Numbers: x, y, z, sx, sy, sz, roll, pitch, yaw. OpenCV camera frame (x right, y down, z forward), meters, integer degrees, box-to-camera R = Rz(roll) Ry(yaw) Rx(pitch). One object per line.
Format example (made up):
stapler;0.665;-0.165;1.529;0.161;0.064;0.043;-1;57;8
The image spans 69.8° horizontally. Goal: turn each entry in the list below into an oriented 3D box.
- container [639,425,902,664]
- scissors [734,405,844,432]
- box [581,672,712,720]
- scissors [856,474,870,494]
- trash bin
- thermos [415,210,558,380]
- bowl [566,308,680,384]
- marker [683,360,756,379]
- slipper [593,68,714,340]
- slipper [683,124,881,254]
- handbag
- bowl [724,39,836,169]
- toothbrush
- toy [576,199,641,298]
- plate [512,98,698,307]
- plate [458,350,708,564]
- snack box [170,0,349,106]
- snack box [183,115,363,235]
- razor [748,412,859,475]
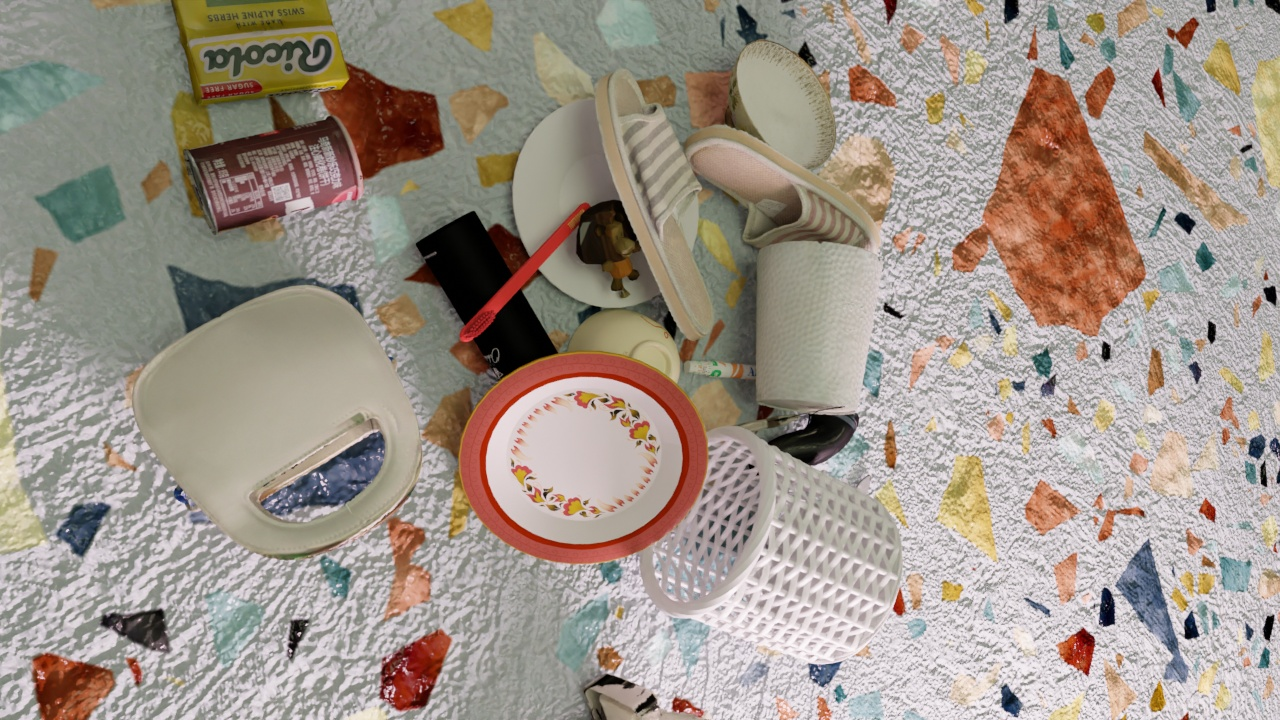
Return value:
container;0.128;0.186;0.912;0.186;0.190;0.189;27;77;-27
scissors;0.136;0.065;0.954;0.157;0.171;0.012;2;75;-71
box;0.050;0.367;0.878;0.098;0.184;0.143;-26;104;-34
scissors;0.241;0.204;1.073;0.135;0.019;0.139;-18;97;-30
trash bin;0.182;-0.030;0.969;0.133;0.133;0.161;11;80;-28
thermos;-0.120;-0.022;0.849;0.061;0.061;0.231;-36;106;-24
bowl;-0.005;0.005;0.905;0.117;0.074;0.118;0;90;-29
marker;0.112;0.012;1.002;0.145;0.017;0.017;5;87;-29
slipper;0.025;-0.149;0.894;0.114;0.054;0.273;-42;117;-59
slipper;0.149;-0.158;0.971;0.262;0.115;0.052;29;65;-31
handbag;-0.275;0.057;0.735;0.200;0.093;0.199;-33;88;-25
bowl;0.137;-0.260;0.981;0.145;0.063;0.145;14;65;-33
toothbrush;-0.096;-0.086;0.830;0.012;0.018;0.211;54;48;-21
toy;-0.025;-0.104;0.886;0.076;0.063;0.100;-38;126;-28
plate;-0.033;-0.157;0.924;0.208;0.015;0.208;0;90;-29
plate;-0.052;0.092;0.853;0.229;0.021;0.230;-2;116;-5
snack box;-0.321;-0.307;0.748;0.121;0.045;0.181;-16;98;-28
snack box;-0.297;-0.151;0.747;0.121;0.072;0.072;-22;100;-27
razor;0.180;0.087;1.024;0.140;0.053;0.063;-18;64;-23
